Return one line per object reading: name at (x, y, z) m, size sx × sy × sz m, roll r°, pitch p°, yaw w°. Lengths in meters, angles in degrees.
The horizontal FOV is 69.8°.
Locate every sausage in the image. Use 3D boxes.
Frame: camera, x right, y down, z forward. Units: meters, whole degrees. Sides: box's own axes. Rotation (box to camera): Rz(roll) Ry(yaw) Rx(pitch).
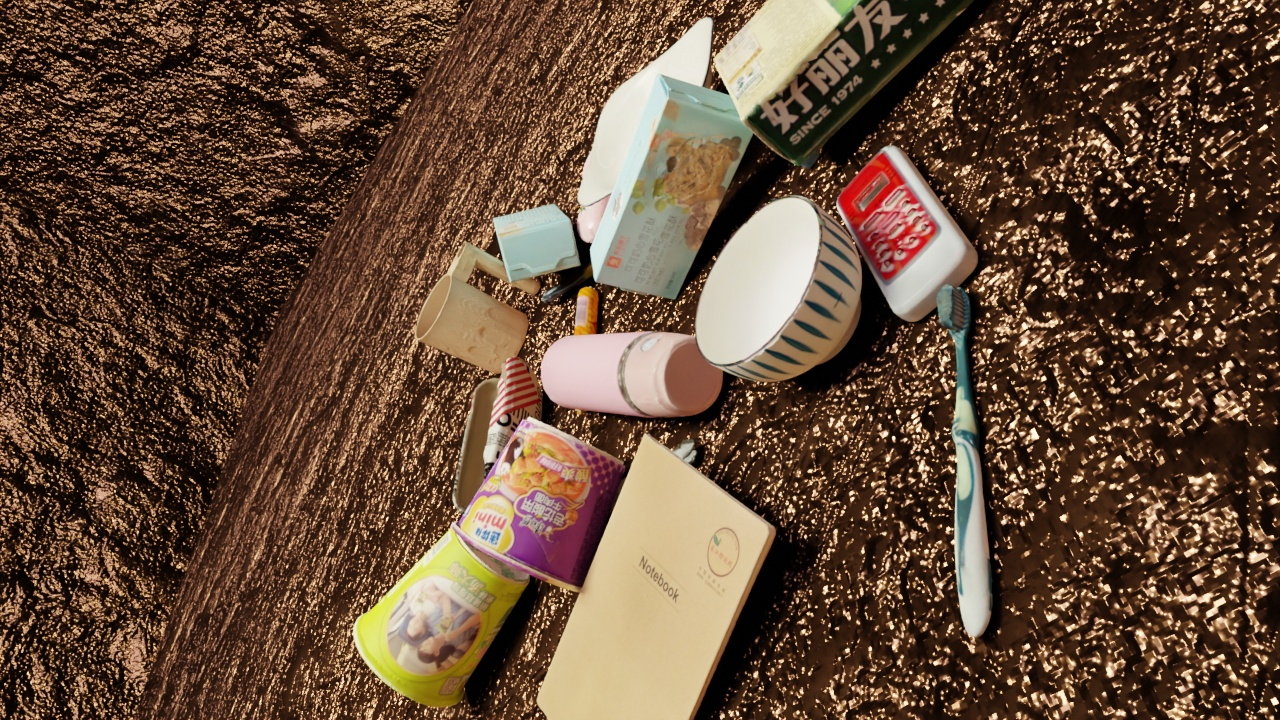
sausage at (-0.053, -0.013, 0.869) m, size 0.022 × 0.021 × 0.164 m, roll -41°, pitch 34°, yaw 38°

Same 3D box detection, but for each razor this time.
razor at (-0.060, -0.093, 0.953) m, size 0.143 × 0.022 × 0.042 m, roll -35°, pitch 23°, yaw 44°

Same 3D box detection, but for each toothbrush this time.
toothbrush at (0.156, 0.039, 0.447) m, size 0.016 × 0.018 × 0.191 m, roll -31°, pitch 40°, yaw 46°

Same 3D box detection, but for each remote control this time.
remote control at (0.156, -0.080, 0.554) m, size 0.056 × 0.020 × 0.135 m, roll -47°, pitch 30°, yaw 27°

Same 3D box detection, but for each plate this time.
plate at (0.013, -0.215, 0.829) m, size 0.165 × 0.034 × 0.163 m, roll -26°, pitch 42°, yaw 44°

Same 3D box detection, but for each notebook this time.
notebook at (0.000, 0.166, 0.575) m, size 0.148 × 0.008 × 0.208 m, roll 33°, pitch 103°, yaw 56°

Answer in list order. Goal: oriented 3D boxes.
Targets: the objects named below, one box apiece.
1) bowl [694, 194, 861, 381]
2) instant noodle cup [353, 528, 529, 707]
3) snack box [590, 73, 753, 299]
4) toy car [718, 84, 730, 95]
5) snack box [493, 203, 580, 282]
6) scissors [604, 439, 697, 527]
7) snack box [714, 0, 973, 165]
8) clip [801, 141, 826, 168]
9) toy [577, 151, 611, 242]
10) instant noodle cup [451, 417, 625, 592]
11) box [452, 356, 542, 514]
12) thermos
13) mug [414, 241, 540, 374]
bowl at (0.094, -0.037, 0.575) m, size 0.117 × 0.066 × 0.116 m, roll -43°, pitch 32°, yaw 36°
instant noodle cup at (-0.159, 0.207, 0.776) m, size 0.123 × 0.111 × 0.111 m, roll -51°, pitch 27°, yaw 4°
snack box at (0.021, -0.135, 0.739) m, size 0.051 × 0.074 × 0.175 m, roll -102°, pitch 29°, yaw -49°
toy car at (0.078, -0.216, 0.802) m, size 0.123 × 0.037 × 0.056 m, roll -47°, pitch 32°, yaw 23°
snack box at (-0.114, -0.129, 0.985) m, size 0.175 × 0.074 × 0.052 m, roll -125°, pitch 22°, yaw -72°
scissors at (-0.026, 0.100, 0.723) m, size 0.209 × 0.015 × 0.185 m, roll -58°, pitch 27°, yaw 11°
snack box at (0.162, -0.256, 0.630) m, size 0.241 × 0.063 × 0.114 m, roll -43°, pitch 32°, yaw 22°
clip at (0.132, -0.172, 0.679) m, size 0.058 × 0.026 × 0.038 m, roll -49°, pitch 27°, yaw 22°
toy at (-0.015, -0.192, 0.922) m, size 0.122 × 0.054 × 0.159 m, roll -19°, pitch 46°, yaw 43°
instant noodle cup at (-0.069, 0.101, 0.672) m, size 0.112 × 0.111 × 0.099 m, roll 13°, pitch 77°, yaw 63°
box at (-0.141, 0.079, 0.890) m, size 0.087 × 0.076 × 0.162 m, roll -22°, pitch 47°, yaw 26°
thermos at (-0.004, 0.004, 0.726) m, size 0.087 × 0.067 × 0.199 m, roll -40°, pitch 17°, yaw -24°
mug at (-0.184, -0.058, 1.054) m, size 0.124 × 0.103 × 0.084 m, roll -63°, pitch 26°, yaw -1°
